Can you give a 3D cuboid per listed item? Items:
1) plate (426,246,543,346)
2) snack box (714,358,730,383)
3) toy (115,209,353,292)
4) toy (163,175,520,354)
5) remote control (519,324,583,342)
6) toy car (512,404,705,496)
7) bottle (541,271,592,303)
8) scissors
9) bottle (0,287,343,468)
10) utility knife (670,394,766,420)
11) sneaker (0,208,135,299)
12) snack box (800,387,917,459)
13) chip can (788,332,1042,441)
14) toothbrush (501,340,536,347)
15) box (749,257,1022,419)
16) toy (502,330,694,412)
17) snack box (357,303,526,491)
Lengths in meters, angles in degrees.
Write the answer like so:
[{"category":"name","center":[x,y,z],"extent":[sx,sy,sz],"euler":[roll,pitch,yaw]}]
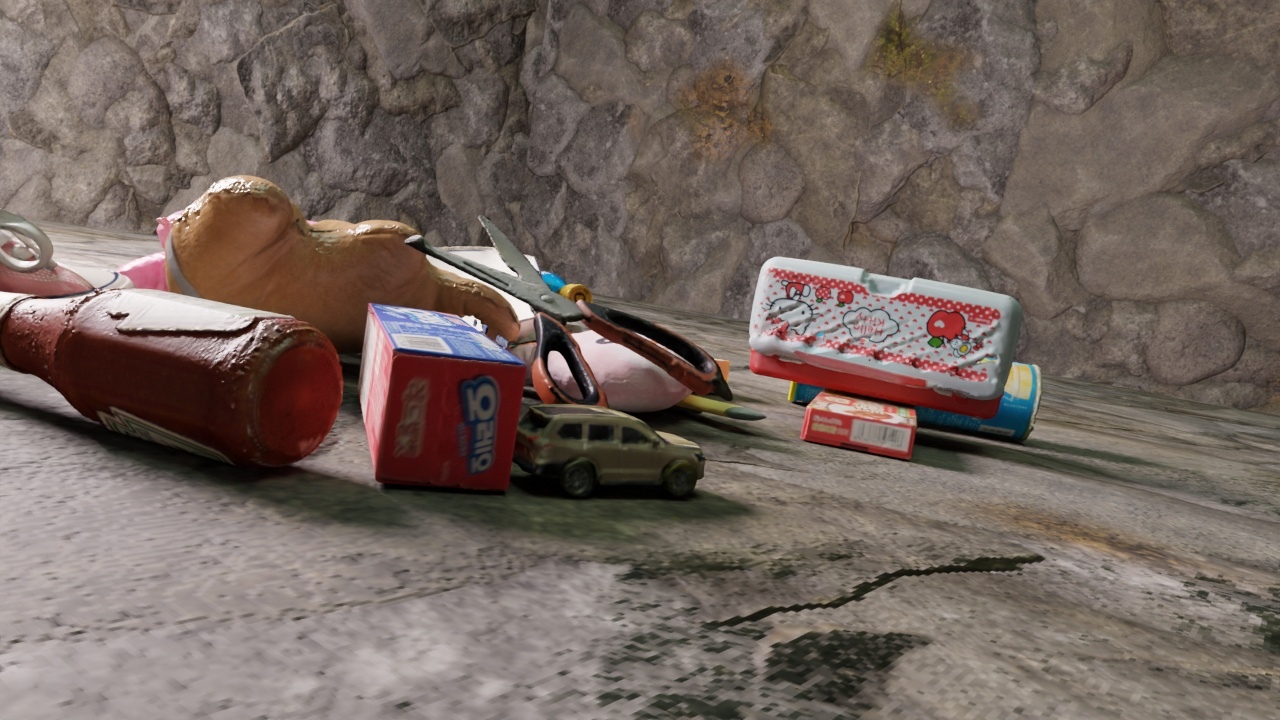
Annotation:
[{"category":"plate","center":[-0.166,-0.052,0.809],"extent":[0.162,0.034,0.265],"euler":[-3,22,-10]},{"category":"snack box","center":[-0.005,0.005,0.797],"extent":[0.157,0.026,0.085],"euler":[3,3,-44]},{"category":"toy","center":[-0.286,-0.072,0.685],"extent":[0.195,0.074,0.178],"euler":[-9,-13,10]},{"category":"toy","center":[-0.194,-0.048,0.613],"extent":[0.225,0.082,0.144],"euler":[15,-27,-33]},{"category":"remote control","center":[-0.111,-0.022,0.866],"extent":[0.124,0.024,0.049],"euler":[7,34,-22]},{"category":"toy car","center":[-0.012,0.040,0.410],"extent":[0.090,0.035,0.042],"euler":[8,6,-30]},{"category":"bottle","center":[-0.118,-0.059,0.964],"extent":[0.065,0.065,0.219],"euler":[5,-1,-34]},{"category":"scissors","center":[-0.042,-0.024,0.572],"extent":[0.188,0.015,0.225],"euler":[5,39,-35]},{"category":"bottle","center":[-0.223,-0.003,0.384],"extent":[0.206,0.060,0.059],"euler":[10,6,20]},{"category":"utility knife","center":[0.026,0.027,0.689],"extent":[0.031,0.019,0.179],"euler":[10,5,-35]},{"category":"sneaker","center":[-0.388,-0.055,0.508],"extent":[0.118,0.088,0.240],"euler":[11,7,22]},{"category":"snack box","center":[0.167,0.045,0.691],"extent":[0.075,0.025,0.152],"euler":[11,6,15]},{"category":"chip can","center":[0.244,0.020,0.831],"extent":[0.210,0.071,0.071],"euler":[10,6,9]},{"category":"toothbrush","center":[-0.106,-0.006,0.702],"extent":[0.014,0.017,0.188],"euler":[2,8,36]},{"category":"box","center":[0.194,-0.019,0.741],"extent":[0.201,0.100,0.094],"euler":[12,6,20]},{"category":"toy","center":[-0.036,0.005,0.652],"extent":[0.160,0.054,0.121],"euler":[5,9,24]},{"category":"snack box","center":[-0.106,0.009,0.454],"extent":[0.057,0.058,0.207],"euler":[7,6,-20]}]
